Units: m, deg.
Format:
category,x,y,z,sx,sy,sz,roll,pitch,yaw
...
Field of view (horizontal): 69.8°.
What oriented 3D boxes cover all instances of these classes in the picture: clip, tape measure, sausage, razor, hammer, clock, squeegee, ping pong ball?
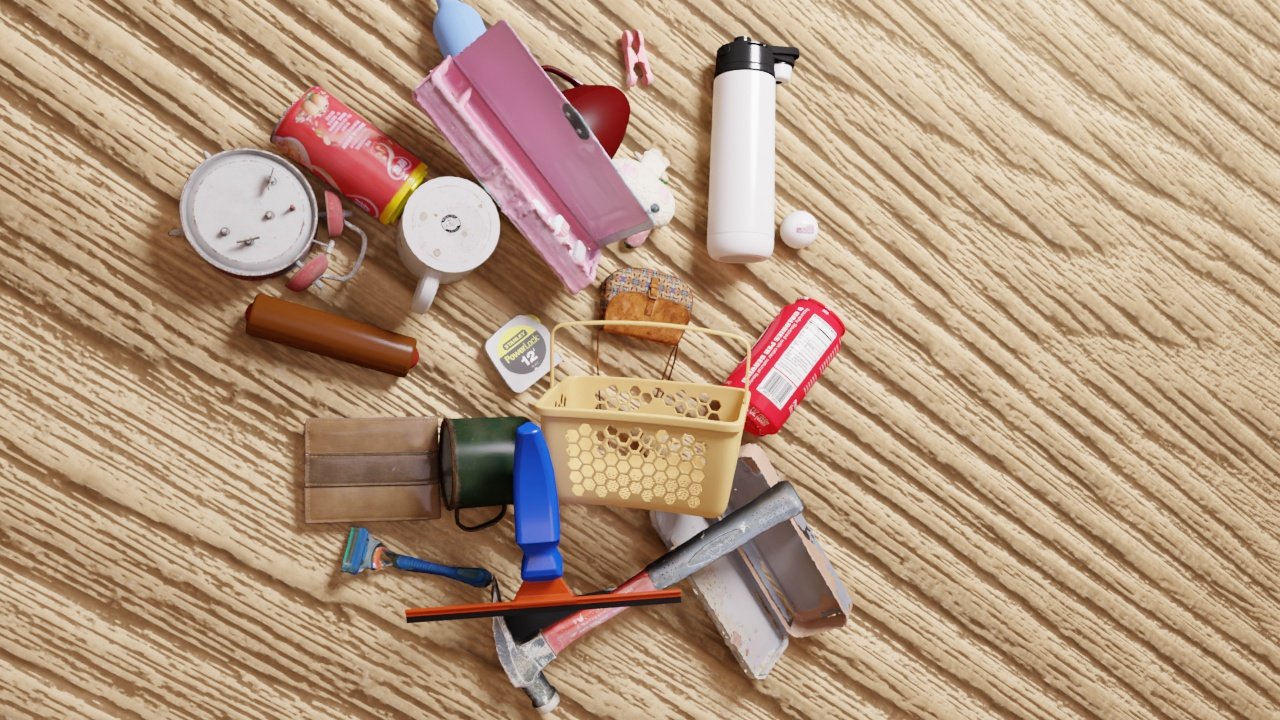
category,x,y,z,sx,sy,sz,roll,pitch,yaw
clip,0.000,-0.308,0.939,0.044,0.023,0.060,9,88,-22
tape measure,-0.114,-0.008,0.897,0.064,0.017,0.065,-39,100,-15
sausage,-0.278,-0.022,0.833,0.155,0.040,0.040,17,83,-17
razor,-0.208,0.193,0.862,0.141,0.018,0.043,19,64,-20
hammer,0.006,0.203,0.882,0.326,0.036,0.140,-30,105,-3
clock,-0.322,-0.120,0.808,0.156,0.062,0.109,22,82,-17
squeegee,-0.091,0.140,0.810,0.249,0.055,0.185,-4,115,-3
ping pong ball,0.169,-0.140,0.981,0.040,0.040,0.040,0,89,-18

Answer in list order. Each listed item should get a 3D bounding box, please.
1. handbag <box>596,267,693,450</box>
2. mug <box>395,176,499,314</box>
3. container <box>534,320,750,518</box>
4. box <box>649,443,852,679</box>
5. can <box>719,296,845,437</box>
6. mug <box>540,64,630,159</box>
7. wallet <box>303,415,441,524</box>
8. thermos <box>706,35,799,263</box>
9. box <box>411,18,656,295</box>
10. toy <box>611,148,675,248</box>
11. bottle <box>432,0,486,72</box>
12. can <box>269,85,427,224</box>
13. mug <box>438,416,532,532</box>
category,x,y,z,sx,sy,sz,roll,pitch,yaw
handbag,-0.006,0.005,0.924,0.093,0.043,0.195,11,89,-16
mug,-0.183,-0.099,0.834,0.083,0.096,0.119,20,83,-17
container,0.007,0.045,0.846,0.183,0.129,0.167,4,107,10
box,0.114,0.205,0.930,0.115,0.095,0.217,-27,100,27
can,0.146,0.007,0.952,0.074,0.074,0.142,42,77,-13
mug,-0.059,-0.240,0.890,0.114,0.087,0.088,52,57,-13
wallet,-0.246,0.100,0.844,0.121,0.027,0.098,-1,91,-13
thermos,0.120,-0.218,0.956,0.101,0.069,0.230,4,87,-31
box,-0.086,-0.187,0.832,0.107,0.099,0.232,-31,113,18
toy,-0.003,-0.169,0.924,0.087,0.050,0.112,34,85,-15
bottle,-0.169,-0.305,0.869,0.048,0.048,0.131,-24,96,-17
can,-0.260,-0.184,0.827,0.124,0.067,0.066,36,78,-14
mug,-0.141,0.107,0.855,0.081,0.085,0.111,-1,106,-20
